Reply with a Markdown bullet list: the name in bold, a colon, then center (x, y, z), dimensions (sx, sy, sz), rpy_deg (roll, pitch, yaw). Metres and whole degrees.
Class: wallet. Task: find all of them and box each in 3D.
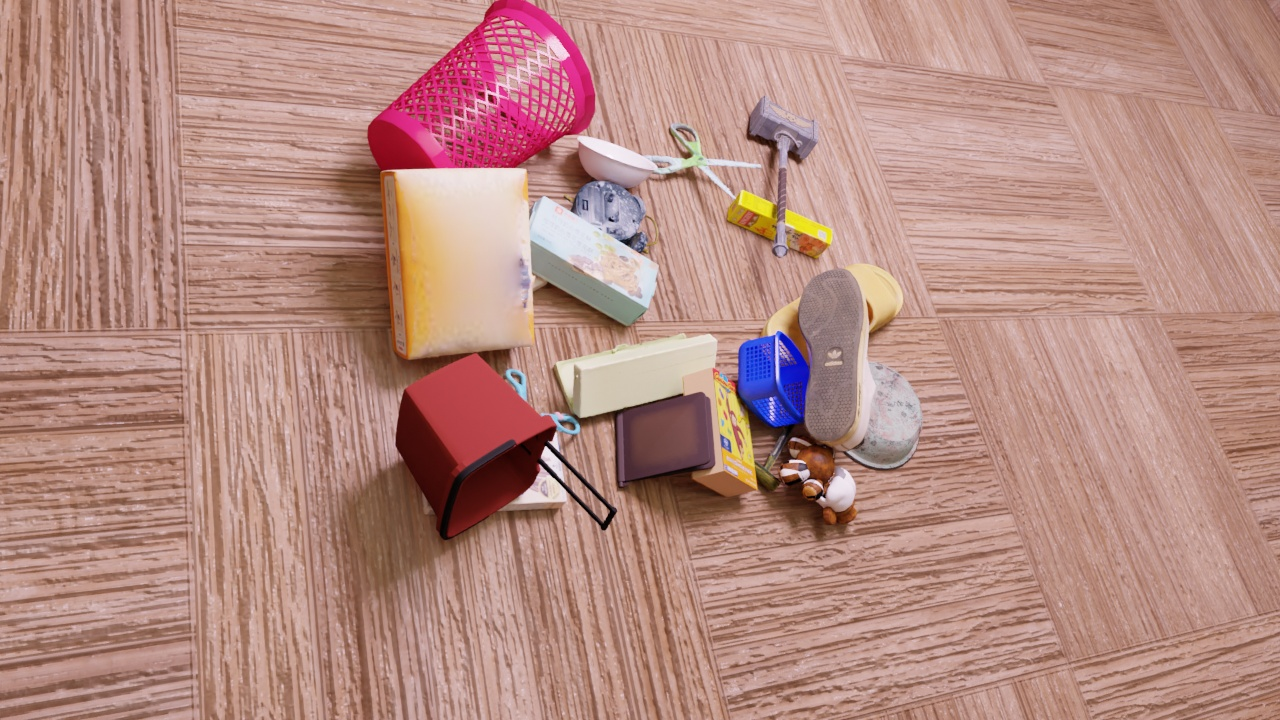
- **wallet**: center (0.025, 0.089, 1.031), dimensions (0.018, 0.116, 0.091), rpy_deg (41, 40, -54)

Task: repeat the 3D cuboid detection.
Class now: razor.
- **razor**: center (0.168, 0.110, 1.128), dimensions (0.042, 0.026, 0.105), rpy_deg (37, 51, 0)

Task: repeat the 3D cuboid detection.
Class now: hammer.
- **hammer**: center (0.198, -0.250, 1.279), dimensions (0.098, 0.044, 0.321), rpy_deg (22, 46, -13)

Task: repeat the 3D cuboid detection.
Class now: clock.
- **clock**: center (-0.034, -0.176, 1.164), dimensions (0.129, 0.052, 0.090), rpy_deg (8, 61, -20)

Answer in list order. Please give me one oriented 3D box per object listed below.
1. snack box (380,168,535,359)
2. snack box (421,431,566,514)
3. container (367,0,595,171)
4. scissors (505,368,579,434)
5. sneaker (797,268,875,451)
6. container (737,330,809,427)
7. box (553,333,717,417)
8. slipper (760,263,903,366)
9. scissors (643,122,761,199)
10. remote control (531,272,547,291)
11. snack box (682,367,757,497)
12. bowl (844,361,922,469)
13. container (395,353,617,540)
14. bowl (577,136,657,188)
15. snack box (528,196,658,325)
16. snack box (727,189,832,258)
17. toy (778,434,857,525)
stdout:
- **snack box**: center (-0.190, -0.106, 0.980), dimensions (0.145, 0.081, 0.195), rpy_deg (-8, 104, -28)
- **snack box**: center (-0.156, 0.117, 0.969), dimensions (0.150, 0.026, 0.081), rpy_deg (2, 63, -24)
- **container**: center (-0.195, -0.288, 1.085), dimensions (0.183, 0.184, 0.225), rpy_deg (43, 62, 1)
- **scissors**: center (-0.122, 0.045, 0.999), dimensions (0.125, 0.015, 0.136), rpy_deg (50, 13, 27)
- **sneaker**: center (0.254, 0.003, 1.139), dimensions (0.102, 0.089, 0.241), rpy_deg (36, 51, -45)
- **container**: center (0.162, 0.027, 1.120), dimensions (0.114, 0.058, 0.096), rpy_deg (43, 43, -49)
- **box**: center (0.000, 0.016, 1.081), dimensions (0.187, 0.089, 0.078), rpy_deg (-13, 101, -30)
- **slipper**: center (0.270, -0.072, 1.236), dimensions (0.262, 0.079, 0.099), rpy_deg (-29, 78, -32)
- **scissors**: center (0.077, -0.271, 1.266), dimensions (0.168, 0.023, 0.171), rpy_deg (-16, 52, -25)
- **remote control**: center (-0.162, -0.084, 1.078), dimensions (0.125, 0.018, 0.038), rpy_deg (-33, 81, -32)
- **snack box**: center (0.092, 0.084, 1.066), dimensions (0.088, 0.040, 0.125), rpy_deg (34, 45, -52)
- **bowl**: center (0.313, 0.063, 1.208), dimensions (0.157, 0.039, 0.157), rpy_deg (11, 61, -20)
- **container**: center (-0.136, 0.109, 0.876), dimensions (0.126, 0.148, 0.201), rpy_deg (-30, 70, -34)
- **bowl**: center (-0.037, -0.252, 1.195), dimensions (0.110, 0.041, 0.109), rpy_deg (19, 21, -8)
- **snack box**: center (-0.065, -0.118, 1.103), dimensions (0.174, 0.053, 0.074), rpy_deg (30, 49, -19)
- **snack box**: center (0.195, -0.190, 1.285), dimensions (0.148, 0.040, 0.028), rpy_deg (21, 57, -14)
- **toy**: center (0.220, 0.148, 1.103), dimensions (0.112, 0.067, 0.087), rpy_deg (59, 39, -24)
